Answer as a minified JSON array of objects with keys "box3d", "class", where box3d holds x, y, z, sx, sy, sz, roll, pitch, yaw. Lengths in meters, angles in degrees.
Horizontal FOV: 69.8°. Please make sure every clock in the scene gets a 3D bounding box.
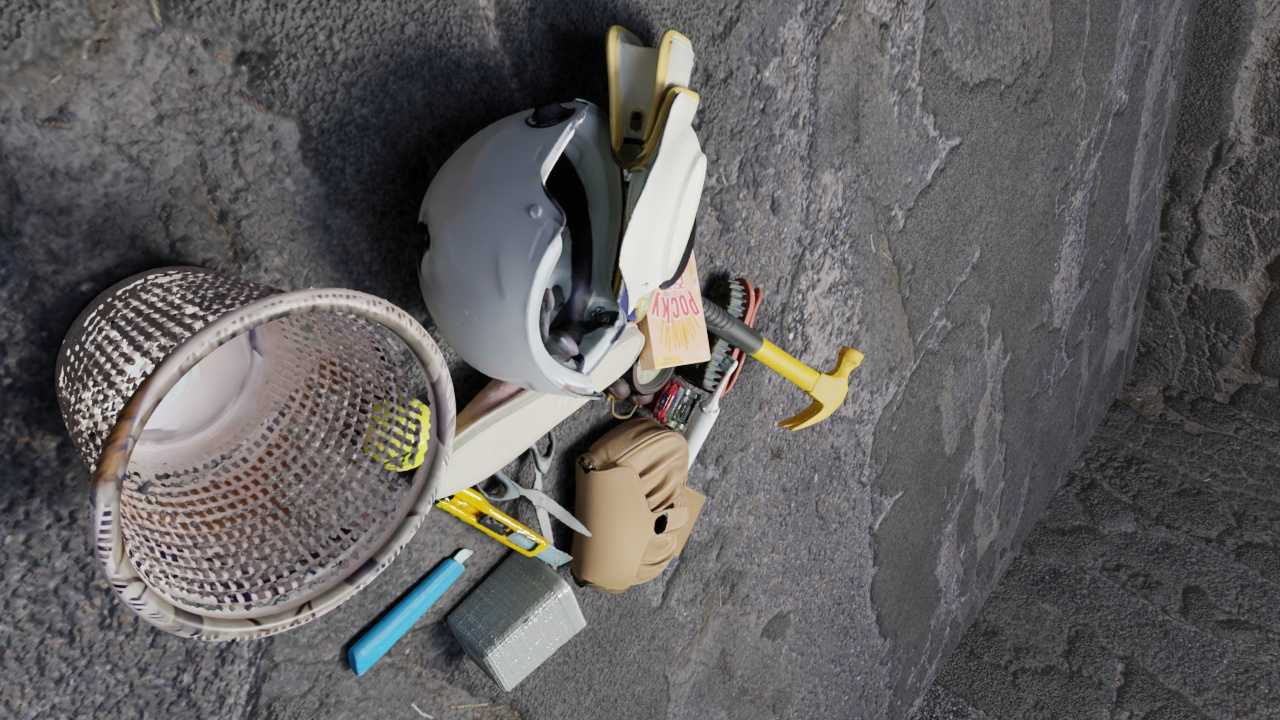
[{"box3d":[-0.006,0.006,1.015,0.082,0.055,0.122,17,94,-54],"class":"clock"}]

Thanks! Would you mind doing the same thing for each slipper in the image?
[{"box3d":[-0.109,0.037,0.890,0.273,0.054,0.114,-35,159,-23],"class":"slipper"}]

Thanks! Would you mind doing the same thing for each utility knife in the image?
[{"box3d":[-0.227,0.246,0.919,0.161,0.018,0.034,-43,142,-29],"class":"utility knife"},{"box3d":[-0.138,0.170,0.937,0.033,0.015,0.192,-48,124,5],"class":"utility knife"}]

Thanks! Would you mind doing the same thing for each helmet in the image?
[{"box3d":[-0.099,-0.094,0.758,0.229,0.146,0.258,79,15,-48],"class":"helmet"}]

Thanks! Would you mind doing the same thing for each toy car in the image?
[{"box3d":[0.038,0.051,1.078,0.053,0.045,0.120,-64,169,-2],"class":"toy car"}]

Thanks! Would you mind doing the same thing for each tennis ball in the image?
[{"box3d":[-0.209,0.063,0.795,0.065,0.065,0.066,-28,130,-39],"class":"tennis ball"}]

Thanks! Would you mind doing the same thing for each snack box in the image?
[{"box3d":[0.026,-0.071,0.976,0.084,0.026,0.157,-10,90,-41],"class":"snack box"}]

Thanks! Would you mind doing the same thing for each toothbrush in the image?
[{"box3d":[0.074,0.076,1.113,0.026,0.026,0.222,-33,155,-44],"class":"toothbrush"}]

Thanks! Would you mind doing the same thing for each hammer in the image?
[{"box3d":[0.134,-0.018,1.085,0.300,0.033,0.128,31,87,-27],"class":"hammer"}]

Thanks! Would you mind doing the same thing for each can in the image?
[{"box3d":[-0.021,-0.107,0.919,0.049,0.075,0.148,-7,115,-45],"class":"can"}]

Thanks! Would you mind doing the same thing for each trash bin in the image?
[{"box3d":[-0.268,0.035,0.599,0.226,0.192,0.228,-28,130,-39],"class":"trash bin"}]

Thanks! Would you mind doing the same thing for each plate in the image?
[{"box3d":[0.024,-0.127,0.785,0.164,0.034,0.163,81,28,-73],"class":"plate"}]

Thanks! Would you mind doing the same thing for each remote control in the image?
[{"box3d":[0.041,-0.120,0.925,0.136,0.024,0.053,-70,164,-48],"class":"remote control"}]

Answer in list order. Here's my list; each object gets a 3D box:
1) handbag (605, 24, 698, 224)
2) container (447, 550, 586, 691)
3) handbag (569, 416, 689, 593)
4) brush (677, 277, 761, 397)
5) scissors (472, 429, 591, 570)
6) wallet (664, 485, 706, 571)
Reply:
[{"box3d":[0.014,-0.205,0.833,0.163,0.063,0.179,-49,141,-73],"class":"handbag"},{"box3d":[-0.136,0.281,0.994,0.114,0.090,0.090,-39,136,-25],"class":"container"},{"box3d":[-0.009,0.174,1.072,0.147,0.100,0.205,-17,121,-40],"class":"handbag"},{"box3d":[0.104,-0.031,1.123,0.069,0.063,0.146,15,97,-40],"class":"brush"},{"box3d":[-0.109,0.140,0.969,0.178,0.014,0.159,16,90,-39],"class":"scissors"},{"box3d":[0.040,0.220,1.217,0.115,0.033,0.090,-62,146,-5],"class":"wallet"}]
